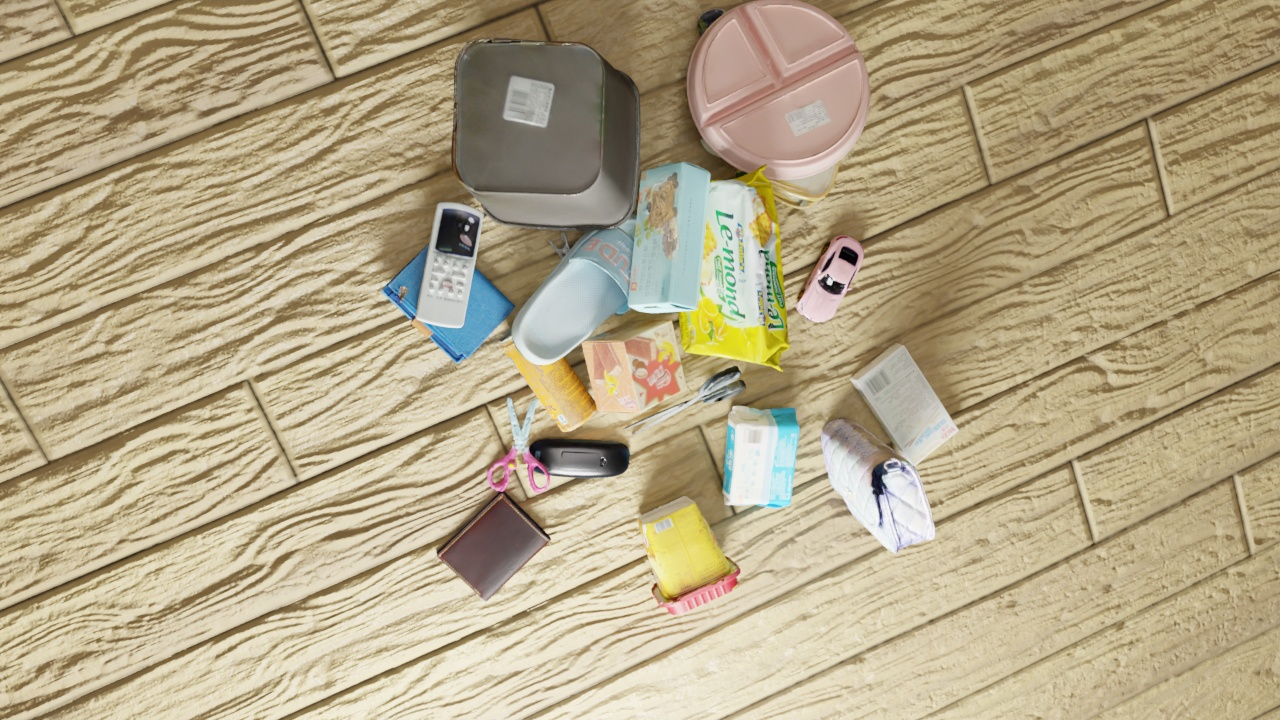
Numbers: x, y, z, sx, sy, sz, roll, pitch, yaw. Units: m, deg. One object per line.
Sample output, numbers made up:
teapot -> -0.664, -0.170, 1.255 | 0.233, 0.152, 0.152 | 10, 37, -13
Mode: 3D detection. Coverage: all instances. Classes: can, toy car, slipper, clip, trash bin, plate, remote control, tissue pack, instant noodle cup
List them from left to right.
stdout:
remote control -> -0.230, -0.116, 1.107 | 0.058, 0.021, 0.150 | 10, 87, -19
trash bin -> -0.105, -0.251, 1.014 | 0.199, 0.219, 0.198 | 3, 94, 4
can -> -0.116, 0.018, 1.163 | 0.058, 0.058, 0.146 | -35, 104, -3
clip -> -0.094, -0.134, 1.160 | 0.029, 0.024, 0.057 | -33, 99, -5
remote control -> -0.080, 0.130, 1.208 | 0.136, 0.024, 0.053 | 3, 99, -11
slipper -> -0.056, -0.091, 1.123 | 0.245, 0.074, 0.104 | -45, 111, -19
instant noodle cup -> 0.056, 0.254, 1.218 | 0.116, 0.116, 0.123 | -23, 92, -7
toy car -> 0.100, -0.391, 1.144 | 0.042, 0.035, 0.090 | -21, 95, -9
tissue pack -> 0.160, 0.131, 1.234 | 0.090, 0.063, 0.140 | 3, 98, -10
plate -> 0.171, -0.333, 1.112 | 0.229, 0.028, 0.229 | 1, 84, -6
toy car -> 0.255, -0.108, 1.224 | 0.056, 0.037, 0.122 | 26, 95, -13

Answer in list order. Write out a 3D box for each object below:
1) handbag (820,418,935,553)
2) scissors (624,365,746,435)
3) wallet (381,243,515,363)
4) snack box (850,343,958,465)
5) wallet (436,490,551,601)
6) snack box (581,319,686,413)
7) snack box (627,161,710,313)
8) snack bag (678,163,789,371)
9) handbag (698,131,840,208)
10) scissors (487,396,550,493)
handbag -> 0.304, 0.161, 1.199 | 0.075, 0.194, 0.134 | -20, 103, -5
scissors -> 0.066, 0.055, 1.201 | 0.173, 0.160, 0.014 | -9, 63, -38
wallet -> -0.237, -0.075, 1.135 | 0.133, 0.040, 0.106 | 45, 81, -13
snack box -> 0.369, 0.061, 1.280 | 0.084, 0.027, 0.157 | -37, 105, -3
wallet -> -0.193, 0.245, 1.210 | 0.122, 0.020, 0.096 | -44, 100, 0
snack box -> -0.007, 0.007, 1.153 | 0.092, 0.077, 0.094 | -25, 107, -43
snack box -> 0.034, -0.144, 1.096 | 0.051, 0.074, 0.174 | 10, 84, -41
snack bag -> 0.112, -0.114, 1.140 | 0.068, 0.158, 0.246 | -14, 104, -34
handbag -> 0.163, -0.288, 1.148 | 0.178, 0.063, 0.163 | 17, 81, -7
scissors -> -0.147, 0.112, 1.188 | 0.105, 0.017, 0.136 | 21, 96, 6
